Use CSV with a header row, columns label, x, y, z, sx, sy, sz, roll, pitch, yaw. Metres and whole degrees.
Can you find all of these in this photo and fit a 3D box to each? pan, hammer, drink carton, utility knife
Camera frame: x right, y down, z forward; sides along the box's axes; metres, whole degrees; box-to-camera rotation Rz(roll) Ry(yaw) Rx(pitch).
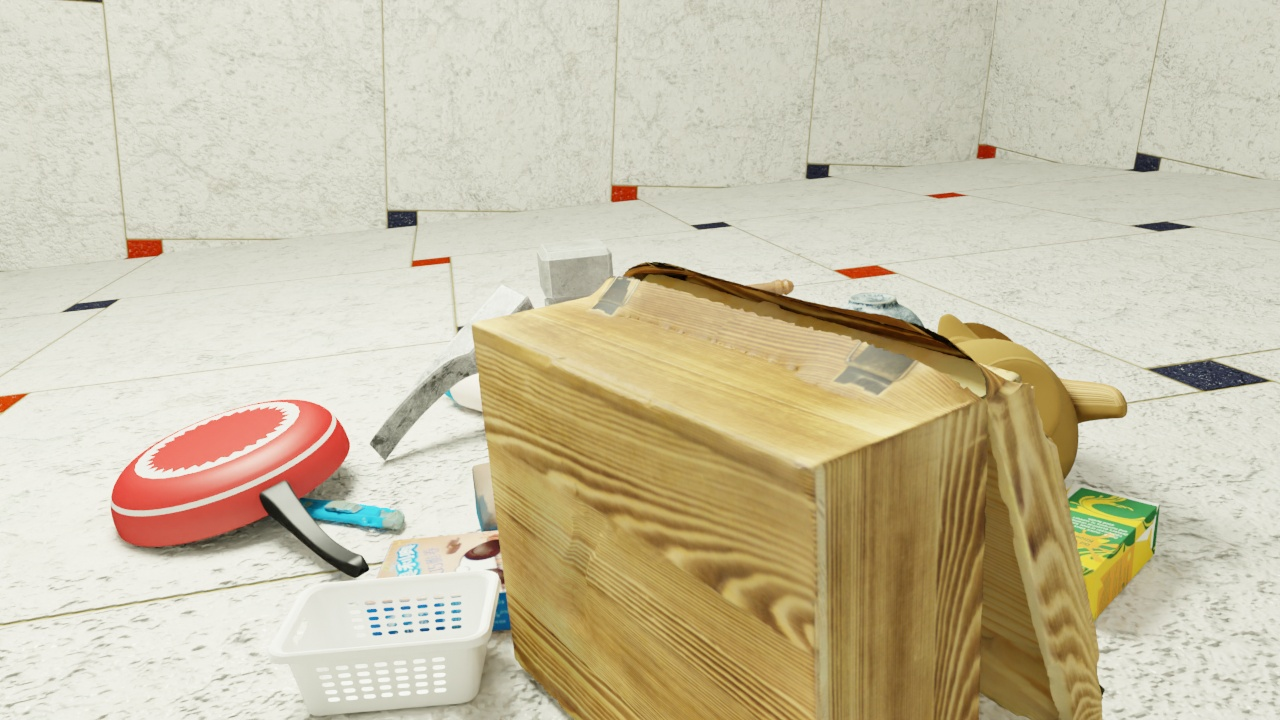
label,x,y,z,sx,sy,sz,roll,pitch,yaw
pan,-0.328,0.109,0.792,0.208,0.067,0.357,-29,25,-35
hammer,0.039,-0.075,1.143,0.317,0.163,0.083,-7,17,-9
drink carton,0.298,0.129,0.623,0.122,0.041,0.058,-19,22,-41
hammer,-0.093,0.063,0.882,0.301,0.037,0.217,27,67,29
utility knife,-0.278,0.131,0.806,0.174,0.015,0.031,1,16,22

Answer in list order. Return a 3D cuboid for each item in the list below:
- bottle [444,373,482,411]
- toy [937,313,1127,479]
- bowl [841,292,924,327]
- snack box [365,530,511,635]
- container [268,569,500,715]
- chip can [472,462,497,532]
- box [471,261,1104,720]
label,x,y,z,sx,sy,sz,roll,pitch,yaw
bottle,-0.185,0.031,1.047,0.146,0.051,0.051,11,23,40
toy,0.279,0.039,0.748,0.199,0.162,0.203,-16,-1,25
bowl,0.239,-0.037,0.948,0.114,0.061,0.114,-4,15,1
snack box,-0.108,0.155,0.650,0.151,0.034,0.087,-5,18,-1
container,-0.152,0.175,0.568,0.129,0.049,0.080,-5,17,-1
chip can,-0.018,0.097,0.743,0.229,0.080,0.080,-9,18,-13
box,0.069,0.075,0.483,0.215,0.257,0.279,-17,21,-29
